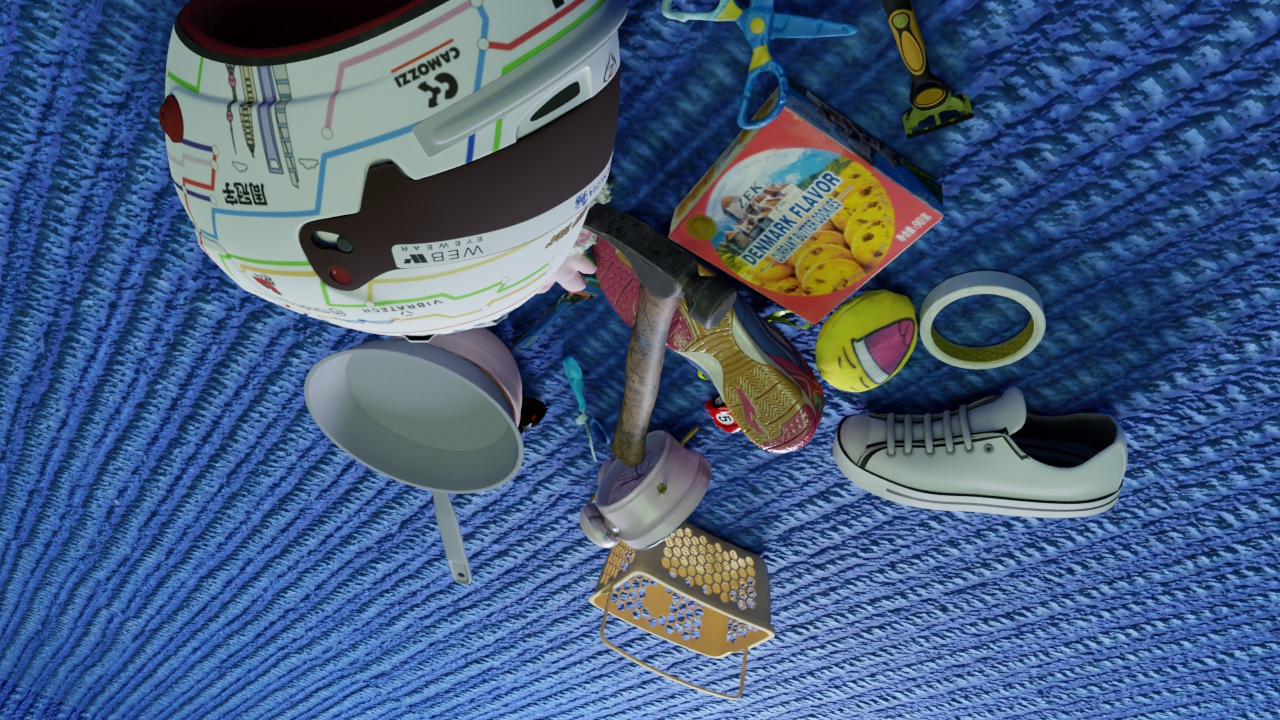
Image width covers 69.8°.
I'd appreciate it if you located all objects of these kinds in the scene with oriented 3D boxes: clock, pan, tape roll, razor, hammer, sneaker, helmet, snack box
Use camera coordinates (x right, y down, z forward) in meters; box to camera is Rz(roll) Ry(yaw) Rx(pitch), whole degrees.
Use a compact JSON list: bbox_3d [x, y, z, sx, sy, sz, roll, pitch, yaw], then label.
[{"bbox_3d":[-0.003,0.132,0.925,0.059,0.116,0.158,45,131,-17],"label":"clock"},{"bbox_3d":[-0.195,0.105,0.877,0.201,0.050,0.357,7,139,10],"label":"pan"},{"bbox_3d":[0.272,-0.031,0.733,0.094,0.019,0.094,8,139,7],"label":"tape roll"},{"bbox_3d":[0.167,-0.203,0.573,0.044,0.021,0.144,-14,130,28],"label":"razor"},{"bbox_3d":[-0.004,0.005,0.752,0.120,0.033,0.331,38,154,15],"label":"hammer"},{"bbox_3d":[0.058,-0.028,0.764,0.242,0.090,0.117,47,127,-7],"label":"sneaker"},{"bbox_3d":[-0.140,-0.129,0.577,0.315,0.230,0.236,1,130,25],"label":"helmet"},{"bbox_3d":[0.118,-0.109,0.673,0.145,0.040,0.143,29,137,-16],"label":"snack box"},{"bbox_3d":[-0.076,-0.043,0.819,0.043,0.018,0.141,13,149,-37],"label":"razor"},{"bbox_3d":[0.294,0.069,0.794,0.245,0.091,0.097,7,127,13],"label":"sneaker"}]

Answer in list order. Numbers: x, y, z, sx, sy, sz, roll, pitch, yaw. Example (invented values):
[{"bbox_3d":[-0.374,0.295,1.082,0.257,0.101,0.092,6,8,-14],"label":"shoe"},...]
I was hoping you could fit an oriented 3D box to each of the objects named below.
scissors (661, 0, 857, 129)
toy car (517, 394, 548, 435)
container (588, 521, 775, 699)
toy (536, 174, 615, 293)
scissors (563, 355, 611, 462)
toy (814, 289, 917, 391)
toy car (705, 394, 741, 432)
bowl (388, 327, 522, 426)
[{"bbox_3d":[0.071,-0.210,0.575,0.130,0.013,0.126,18,119,10],"label":"scissors"},{"bbox_3d":[-0.141,0.053,0.930,0.092,0.042,0.036,-1,112,17],"label":"toy car"},{"bbox_3d":[0.044,0.280,1.033,0.183,0.166,0.130,28,137,-16],"label":"container"},{"bbox_3d":[-0.069,-0.100,0.718,0.096,0.041,0.109,7,118,12],"label":"toy"},{"bbox_3d":[-0.050,0.060,0.880,0.014,0.119,0.129,-20,131,-16],"label":"scissors"},{"bbox_3d":[0.183,-0.015,0.742,0.094,0.041,0.095,-39,133,4],"label":"toy"},{"bbox_3d":[0.107,0.048,0.864,0.090,0.025,0.038,-12,133,27],"label":"toy car"},{"bbox_3d":[-0.176,0.012,0.866,0.153,0.076,0.153,8,138,8],"label":"bowl"}]
